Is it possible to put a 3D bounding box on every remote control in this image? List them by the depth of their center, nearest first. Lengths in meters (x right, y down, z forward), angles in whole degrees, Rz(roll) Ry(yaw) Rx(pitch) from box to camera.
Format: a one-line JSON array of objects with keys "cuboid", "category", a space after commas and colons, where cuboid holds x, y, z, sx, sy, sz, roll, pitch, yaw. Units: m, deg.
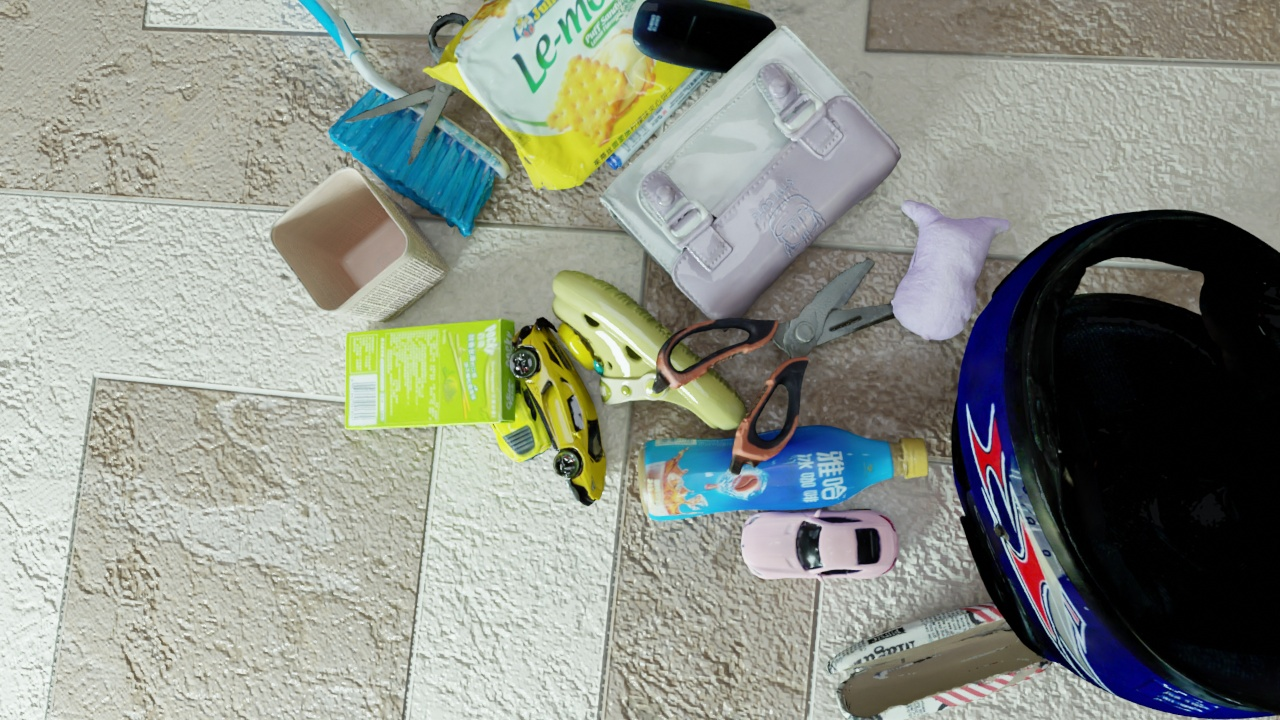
[{"cuboid": [0.057, -0.256, 0.729, 0.024, 0.136, 0.053, 48, 132, 47], "category": "remote control"}]

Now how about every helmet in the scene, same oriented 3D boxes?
[{"cuboid": [0.318, 0.063, 0.592, 0.247, 0.240, 0.315, -29, 90, 1], "category": "helmet"}]

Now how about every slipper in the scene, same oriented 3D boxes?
[{"cuboid": [-0.004, 0.004, 0.728, 0.190, 0.091, 0.081, 38, 94, 6], "category": "slipper"}]

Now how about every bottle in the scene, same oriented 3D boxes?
[{"cuboid": [0.110, 0.085, 0.715, 0.219, 0.065, 0.065, -6, 84, 7], "category": "bottle"}]

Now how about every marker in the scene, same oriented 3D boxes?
[{"cuboid": [0.025, -0.218, 0.776, 0.146, 0.017, 0.017, -45, 81, 3], "category": "marker"}]

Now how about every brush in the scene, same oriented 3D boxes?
[{"cuboid": [-0.238, -0.233, 0.803, 0.314, 0.060, 0.109, 35, 85, 12], "category": "brush"}]

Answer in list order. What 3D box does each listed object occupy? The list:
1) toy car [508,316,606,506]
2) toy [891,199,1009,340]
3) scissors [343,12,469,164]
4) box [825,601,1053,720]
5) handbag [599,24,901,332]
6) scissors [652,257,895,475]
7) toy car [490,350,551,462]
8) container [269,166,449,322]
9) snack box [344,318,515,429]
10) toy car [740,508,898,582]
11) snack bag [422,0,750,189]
[{"cuboid": [-0.061, 0.041, 0.741, 0.041, 0.071, 0.156, -23, 85, 10], "category": "toy car"}, {"cuboid": [0.235, -0.069, 0.721, 0.084, 0.039, 0.108, 16, 90, 9], "category": "toy"}, {"cuboid": [-0.164, -0.233, 0.772, 0.181, 0.014, 0.159, -13, 63, -18], "category": "scissors"}, {"cuboid": [0.218, 0.211, 0.689, 0.163, 0.074, 0.081, -21, 93, 8], "category": "box"}, {"cuboid": [0.086, -0.140, 0.725, 0.197, 0.098, 0.145, -44, 86, 3], "category": "handbag"}, {"cuboid": [0.109, -0.006, 0.700, 0.189, 0.015, 0.221, 18, 71, -11], "category": "scissors"}, {"cuboid": [-0.111, 0.034, 0.768, 0.048, 0.032, 0.105, -27, 80, 6], "category": "toy car"}, {"cuboid": [-0.223, -0.089, 0.755, 0.090, 0.111, 0.090, -39, 81, 4], "category": "container"}, {"cuboid": [-0.177, 0.013, 0.765, 0.157, 0.026, 0.085, -5, 84, 23], "category": "snack box"}, {"cuboid": [0.139, 0.145, 0.720, 0.122, 0.037, 0.056, -3, 83, 9], "category": "toy car"}, {"cuboid": [-0.035, -0.264, 0.728, 0.246, 0.158, 0.068, -45, 44, 2], "category": "snack bag"}]
